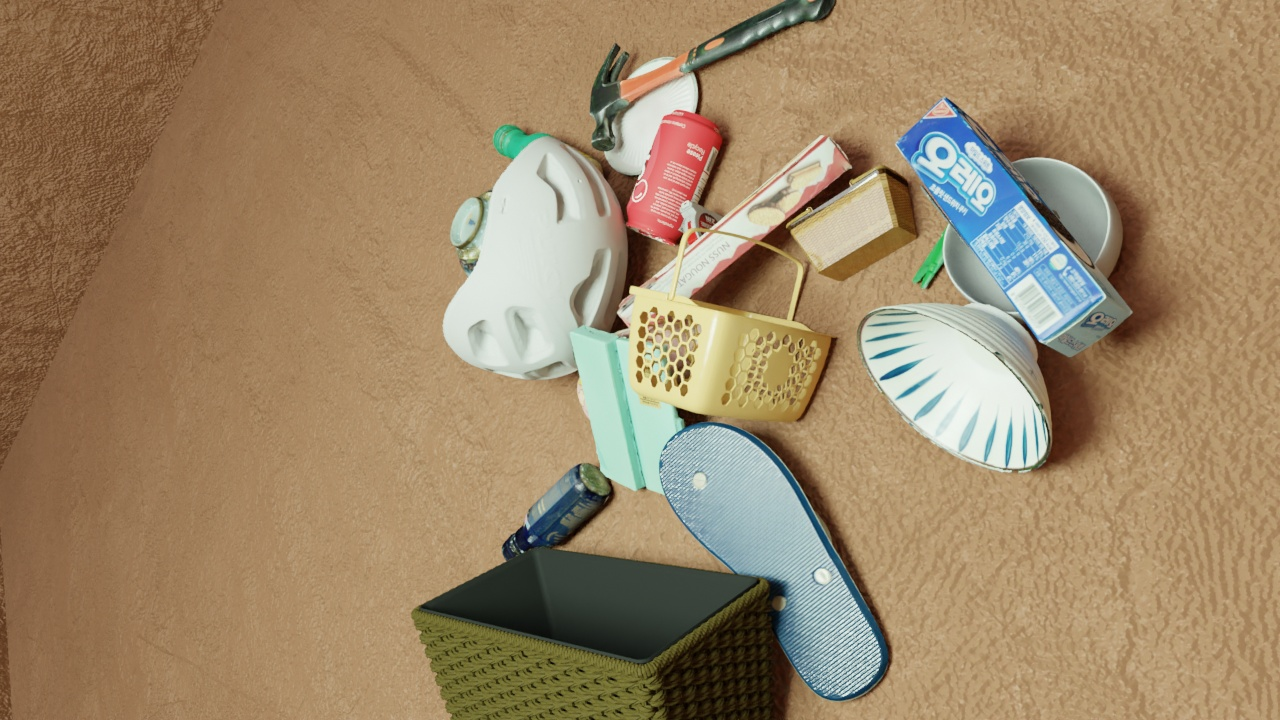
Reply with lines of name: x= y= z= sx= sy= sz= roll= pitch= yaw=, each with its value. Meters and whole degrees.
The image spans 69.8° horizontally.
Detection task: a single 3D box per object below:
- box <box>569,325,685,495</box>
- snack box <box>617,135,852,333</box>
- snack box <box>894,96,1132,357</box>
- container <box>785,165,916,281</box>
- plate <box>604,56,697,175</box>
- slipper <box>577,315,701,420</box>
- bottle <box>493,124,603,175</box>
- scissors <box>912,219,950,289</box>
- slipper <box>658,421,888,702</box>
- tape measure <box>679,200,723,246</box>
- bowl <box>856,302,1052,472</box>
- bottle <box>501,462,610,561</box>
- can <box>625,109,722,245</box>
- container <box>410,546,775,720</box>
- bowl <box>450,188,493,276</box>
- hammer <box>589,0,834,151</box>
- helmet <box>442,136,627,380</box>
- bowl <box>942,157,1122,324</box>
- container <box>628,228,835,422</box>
box: x=-0.009 y=0.059 z=0.982 sx=0.136 sy=0.033 sz=0.187 roll=17 pitch=126 yaw=49
snack box: x=0.092 y=-0.127 z=0.939 sx=0.273 sy=0.044 sz=0.076 roll=-39 pitch=8 yaw=14
snack box: x=0.283 y=-0.108 z=0.713 sx=0.059 sy=0.059 sz=0.226 roll=-45 pitch=50 yaw=29
container: x=0.207 y=-0.127 z=0.884 sx=0.114 sy=0.063 sz=0.061 roll=-31 pitch=65 yaw=33
plate: x=0.013 y=-0.306 z=1.154 sx=0.157 sy=0.014 sz=0.156 roll=-15 pitch=67 yaw=40
slipper: x=-0.006 y=0.006 z=1.029 sx=0.198 sy=0.081 sz=0.093 roll=-33 pitch=58 yaw=30
bottle: x=-0.133 y=-0.273 z=1.244 sx=0.210 sy=0.068 sz=0.068 roll=37 pitch=103 yaw=44
scissors: x=0.292 y=-0.117 z=0.833 sx=0.070 sy=0.014 sz=0.130 roll=33 pitch=99 yaw=44
slipper: x=0.129 y=0.177 z=0.865 sx=0.118 sy=0.060 sz=0.294 roll=-43 pitch=64 yaw=19
tape measure: x=0.071 y=-0.139 z=1.014 sx=0.020 sy=0.060 sz=0.062 roll=-24 pitch=65 yaw=36
bowl: x=0.267 y=0.003 z=0.741 sx=0.070 sy=0.177 sz=0.177 roll=-44 pitch=43 yaw=-16
bottle: x=-0.102 y=0.185 z=1.079 sx=0.161 sy=0.056 sz=0.056 roll=-45 pitch=51 yaw=24
can: x=0.038 y=-0.211 z=1.058 sx=0.074 sy=0.074 sz=0.142 roll=25 pitch=95 yaw=45
container: x=-0.038 y=0.317 z=0.871 sx=0.322 sy=0.176 sz=0.205 roll=-4 pitch=101 yaw=43
bowl: x=-0.199 y=-0.171 z=1.242 sx=0.160 sy=0.093 sz=0.159 roll=-25 pitch=55 yaw=42
hammer: x=0.074 y=-0.362 z=1.088 sx=0.334 sy=0.033 sz=0.133 roll=-14 pitch=66 yaw=34
helmet: x=-0.109 y=-0.117 z=1.074 sx=0.184 sy=0.224 sz=0.282 roll=5 pitch=76 yaw=8
bowl: x=0.325 y=-0.093 z=0.755 sx=0.132 sy=0.064 sz=0.131 roll=-15 pitch=67 yaw=40
container: x=0.091 y=-0.034 z=0.877 sx=0.129 sy=0.183 sz=0.167 roll=16 pitch=95 yaw=45
